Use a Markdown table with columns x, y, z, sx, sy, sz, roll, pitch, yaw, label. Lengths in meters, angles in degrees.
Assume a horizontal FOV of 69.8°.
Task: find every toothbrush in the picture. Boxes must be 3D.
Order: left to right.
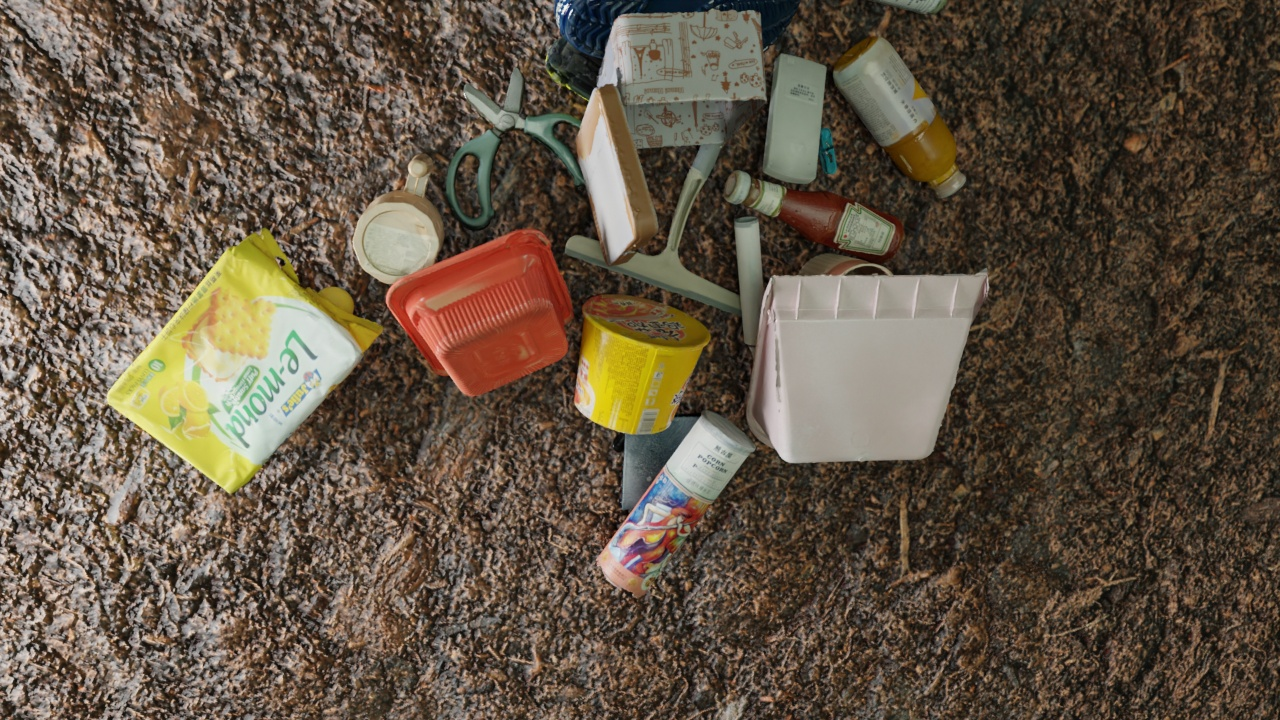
| x | y | z | sx | sy | sz | roll | pitch | yaw | label |
| --- | --- | --- | --- | --- | --- | --- | --- | --- | --- |
| 0.126 | -0.048 | 1.015 | 0.026 | 0.027 | 0.221 | -27 | 119 | -41 | toothbrush |

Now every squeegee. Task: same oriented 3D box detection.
| x | y | z | sx | sy | sz | roll | pitch | yaw | label |
| --- | --- | --- | --- | --- | --- | --- | --- | --- | --- |
| 0.062 | -0.193 | 0.975 | 0.246 | 0.039 | 0.247 | 17 | 99 | -30 | squeegee |

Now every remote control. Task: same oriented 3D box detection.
| x | y | z | sx | sy | sz | roll | pitch | yaw | label |
| --- | --- | --- | --- | --- | --- | --- | --- | --- | --- |
| 0.161 | -0.252 | 0.961 | 0.056 | 0.019 | 0.135 | 10 | 78 | -14 | remote control |

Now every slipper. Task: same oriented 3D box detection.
| x | y | z | sx | sy | sz | roll | pitch | yaw | label |
| --- | --- | --- | --- | --- | --- | --- | --- | --- | --- |
| 0.032 | -0.350 | 0.904 | 0.252 | 0.105 | 0.095 | -9 | 65 | -22 | slipper |

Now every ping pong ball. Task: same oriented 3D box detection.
| x | y | z | sx | sy | sz | roll | pitch | yaw | label |
| --- | --- | --- | --- | --- | --- | --- | --- | --- | --- |
| -0.313 | -0.055 | 0.936 | 0.040 | 0.040 | 0.040 | -3 | 105 | -10 | ping pong ball |

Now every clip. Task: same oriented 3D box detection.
| x | y | z | sx | sy | sz | roll | pitch | yaw | label |
| --- | --- | --- | --- | --- | --- | --- | --- | --- | --- |
| 0.203 | -0.229 | 1.002 | 0.015 | 0.049 | 0.057 | -24 | 117 | -7 | clip |

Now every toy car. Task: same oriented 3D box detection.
| x | y | z | sx | sy | sz | roll | pitch | yaw | label |
| --- | --- | --- | --- | --- | --- | --- | --- | --- | --- |
| -0.048 | -0.287 | 0.931 | 0.105 | 0.032 | 0.048 | 29 | 97 | -16 | toy car |

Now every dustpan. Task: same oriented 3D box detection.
| x | y | z | sx | sy | sz | roll | pitch | yaw | label |
| --- | --- | --- | --- | --- | --- | --- | --- | --- | --- |
| 0.219 | 0.010 | 0.989 | 0.222 | 0.138 | 0.274 | 2 | 112 | -6 | dustpan |

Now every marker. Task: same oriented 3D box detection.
| x | y | z | sx | sy | sz | roll | pitch | yaw | label |
| --- | --- | --- | --- | --- | --- | --- | --- | --- | --- |
| 0.007 | 0.054 | 1.042 | 0.018 | 0.015 | 0.124 | 35 | 98 | -16 | marker |

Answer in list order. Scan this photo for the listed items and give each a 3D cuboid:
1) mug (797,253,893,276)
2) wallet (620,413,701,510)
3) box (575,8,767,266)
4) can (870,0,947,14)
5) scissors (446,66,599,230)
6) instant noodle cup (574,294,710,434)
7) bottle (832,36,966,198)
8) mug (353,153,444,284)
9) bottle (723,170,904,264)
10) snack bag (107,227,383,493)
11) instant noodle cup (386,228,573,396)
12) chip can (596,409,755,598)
| x | y | z | sx | sy | sz | roll | pitch | yaw | label |
| --- | --- | --- | --- | --- | --- | --- | --- | --- | --- |
| 0.212 | -0.061 | 1.003 | 0.114 | 0.106 | 0.081 | -45 | 108 | 3 | mug |
| 0.027 | 0.117 | 1.054 | 0.097 | 0.019 | 0.121 | -1 | 111 | -11 | wallet |
| 0.026 | -0.192 | 0.837 | 0.157 | 0.183 | 0.193 | -7 | 91 | -8 | box |
| 0.245 | -0.401 | 0.945 | 0.146 | 0.058 | 0.058 | 8 | 103 | -13 | can |
| -0.130 | -0.201 | 0.946 | 0.170 | 0.019 | 0.179 | 34 | 97 | -19 | scissors |
| -0.006 | 0.006 | 0.969 | 0.138 | 0.138 | 0.110 | 9 | 113 | -13 | instant noodle cup |
| 0.283 | -0.256 | 0.985 | 0.068 | 0.068 | 0.189 | -42 | 108 | 2 | bottle |
| -0.229 | -0.140 | 0.898 | 0.084 | 0.103 | 0.125 | 17 | 101 | -15 | mug |
| 0.186 | -0.157 | 0.987 | 0.206 | 0.060 | 0.060 | 15 | 101 | -21 | bottle |
| -0.391 | 0.004 | 0.907 | 0.158 | 0.068 | 0.247 | 42 | 104 | -16 | snack bag |
| -0.144 | -0.037 | 0.905 | 0.164 | 0.079 | 0.189 | -24 | 153 | -4 | instant noodle cup |
| 0.037 | 0.161 | 1.025 | 0.071 | 0.071 | 0.215 | 31 | 103 | -17 | chip can |
